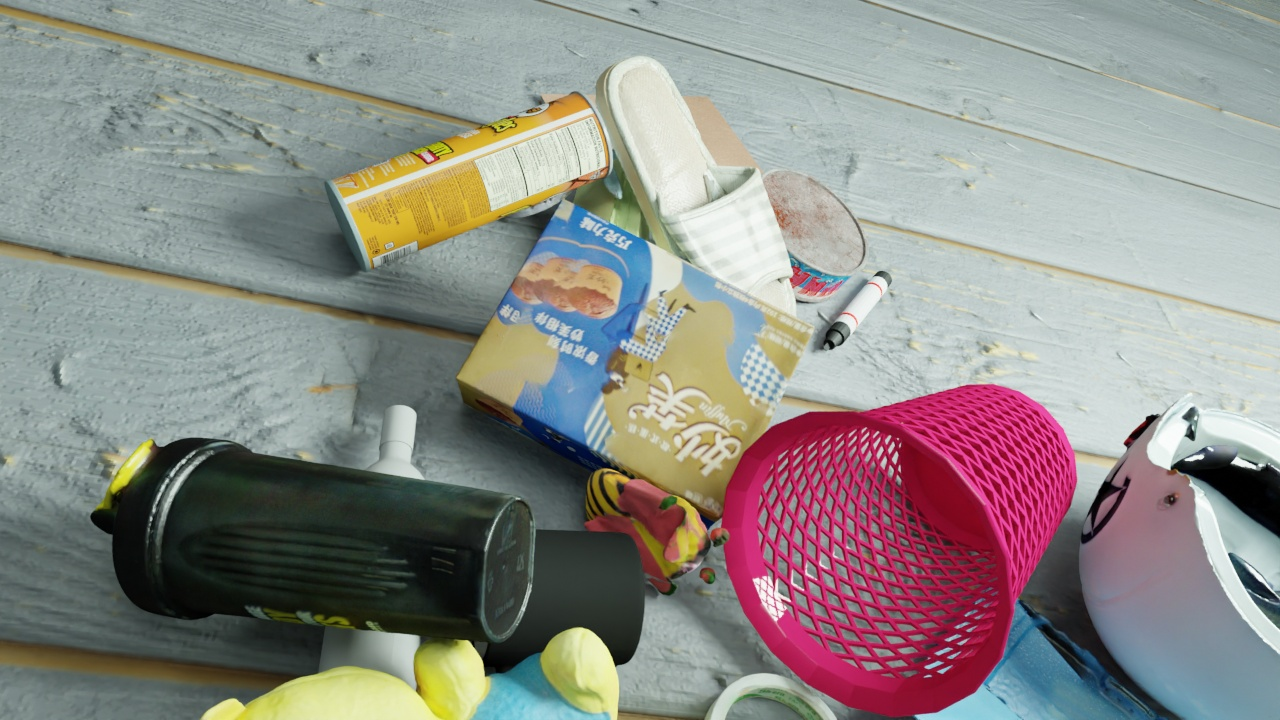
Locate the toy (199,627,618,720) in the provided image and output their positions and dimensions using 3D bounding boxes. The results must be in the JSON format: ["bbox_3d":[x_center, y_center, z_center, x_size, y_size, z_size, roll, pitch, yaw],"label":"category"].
[{"bbox_3d":[-0.103,0.212,0.443,0.213,0.084,0.149,-6,77,-27],"label":"toy"}]

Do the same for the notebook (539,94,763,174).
[{"bbox_3d":[0.014,-0.234,0.967,0.208,0.008,0.141,-8,53,-29],"label":"notebook"}]

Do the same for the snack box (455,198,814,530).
[{"bbox_3d":[-0.004,0.004,0.655,0.203,0.069,0.154,27,73,3],"label":"snack box"}]

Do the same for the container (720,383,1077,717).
[{"bbox_3d":[0.195,0.100,0.618,0.225,0.184,0.183,-16,56,-48],"label":"container"}]

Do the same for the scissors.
[{"bbox_3d":[-0.049,-0.181,0.830,0.172,0.013,0.170,-23,41,3],"label":"scissors"}]

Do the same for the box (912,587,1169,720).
[{"bbox_3d":[0.281,0.261,0.581,0.231,0.048,0.176,42,39,24],"label":"box"}]

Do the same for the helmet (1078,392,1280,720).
[{"bbox_3d":[0.428,0.160,0.667,0.236,0.164,0.263,42,40,11],"label":"helmet"}]

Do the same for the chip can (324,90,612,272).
[{"bbox_3d":[-0.133,-0.145,0.733,0.214,0.075,0.075,-25,61,-18],"label":"chip can"}]

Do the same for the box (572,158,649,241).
[{"bbox_3d":[-0.021,-0.112,0.796,0.090,0.078,0.187,17,44,-7],"label":"box"}]

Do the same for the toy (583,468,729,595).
[{"bbox_3d":[0.004,0.109,0.597,0.103,0.084,0.046,27,49,20],"label":"toy"}]

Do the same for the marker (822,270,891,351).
[{"bbox_3d":[0.202,-0.045,0.863,0.019,0.019,0.145,36,46,12],"label":"marker"}]

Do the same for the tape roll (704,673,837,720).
[{"bbox_3d":[0.082,0.237,0.553,0.093,0.018,0.093,12,45,-12],"label":"tape roll"}]

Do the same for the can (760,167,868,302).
[{"bbox_3d":[0.152,-0.120,0.876,0.130,0.044,0.129,17,50,-22],"label":"can"}]

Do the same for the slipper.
[{"bbox_3d":[0.053,-0.135,0.779,0.114,0.054,0.272,-37,99,-30],"label":"slipper"}]

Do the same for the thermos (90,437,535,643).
[{"bbox_3d":[-0.168,0.092,0.470,0.221,0.098,0.097,4,42,15],"label":"thermos"}]

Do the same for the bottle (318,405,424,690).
[{"bbox_3d":[-0.153,0.109,0.548,0.052,0.053,0.194,8,47,-16],"label":"bottle"}]

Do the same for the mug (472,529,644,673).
[{"bbox_3d":[-0.050,0.157,0.540,0.088,0.078,0.113,5,75,-18],"label":"mug"}]
